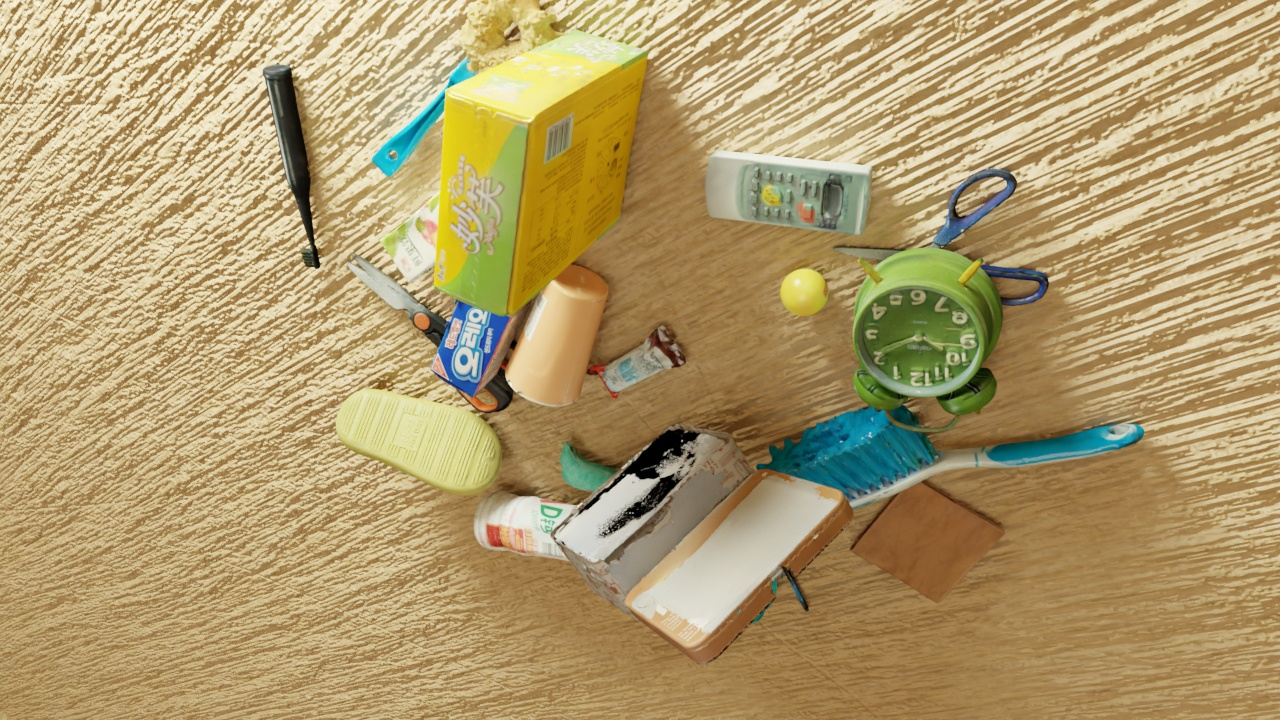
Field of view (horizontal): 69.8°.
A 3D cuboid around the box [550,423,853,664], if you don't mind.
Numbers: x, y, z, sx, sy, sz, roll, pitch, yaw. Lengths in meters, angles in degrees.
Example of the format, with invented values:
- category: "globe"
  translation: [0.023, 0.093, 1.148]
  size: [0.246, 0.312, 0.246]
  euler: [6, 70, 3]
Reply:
- category: "box"
  translation: [0.047, 0.151, 0.806]
  size: [0.082, 0.176, 0.260]
  euler: [55, 162, -18]

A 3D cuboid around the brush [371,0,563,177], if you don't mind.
- category: "brush"
  translation: [-0.163, -0.237, 0.806]
  size: [0.255, 0.045, 0.083]
  euler: [-30, 109, 39]

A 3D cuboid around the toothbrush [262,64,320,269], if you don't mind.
- category: "toothbrush"
  translation: [-0.346, -0.188, 0.923]
  size: [0.027, 0.026, 0.213]
  euler: [6, 124, 6]

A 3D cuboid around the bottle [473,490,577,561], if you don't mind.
- category: "bottle"
  translation: [-0.088, 0.189, 1.016]
  size: [0.197, 0.068, 0.068]
  euler: [4, 122, 26]

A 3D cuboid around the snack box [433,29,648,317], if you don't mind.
- category: "snack box"
  translation: [-0.073, -0.150, 0.709]
  size: [0.070, 0.209, 0.158]
  euler: [21, 126, 12]

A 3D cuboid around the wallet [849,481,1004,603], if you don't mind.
- category: "wallet"
  translation: [0.274, 0.173, 0.883]
  size: [0.101, 0.020, 0.116]
  euler: [31, 125, 4]

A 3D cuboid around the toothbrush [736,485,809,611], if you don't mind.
- category: "toothbrush"
  translation: [0.140, 0.192, 0.959]
  size: [0.016, 0.014, 0.189]
  euler: [-26, 110, 8]

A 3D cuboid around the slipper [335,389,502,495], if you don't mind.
- category: "slipper"
  translation: [-0.245, 0.091, 1.033]
  size: [0.190, 0.091, 0.082]
  euler: [20, 164, 2]

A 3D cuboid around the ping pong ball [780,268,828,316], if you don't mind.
- category: "ping pong ball"
  translation: [0.139, -0.058, 0.780]
  size: [0.040, 0.040, 0.040]
  euler: [12, 124, 17]

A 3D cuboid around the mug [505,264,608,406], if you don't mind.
- category: "mug"
  translation: [-0.077, -0.027, 0.879]
  size: [0.078, 0.078, 0.123]
  euler: [26, 123, 6]

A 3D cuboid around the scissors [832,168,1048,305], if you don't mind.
- category: "scissors"
  translation: [0.244, -0.085, 0.735]
  size: [0.162, 0.012, 0.175]
  euler: [27, 130, 7]

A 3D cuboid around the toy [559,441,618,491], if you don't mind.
- category: "toy"
  translation: [-0.046, 0.134, 0.994]
  size: [0.092, 0.030, 0.097]
  euler: [20, 137, 14]

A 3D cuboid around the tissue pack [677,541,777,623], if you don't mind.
- category: "tissue pack"
  translation: [0.081, 0.220, 0.972]
  size: [0.133, 0.050, 0.093]
  euler: [18, 135, 14]

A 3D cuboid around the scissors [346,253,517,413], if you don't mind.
- category: "scissors"
  translation: [-0.206, -0.045, 0.960]
  size: [0.149, 0.021, 0.235]
  euler: [-25, 104, 27]

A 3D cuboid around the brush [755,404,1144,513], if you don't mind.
- category: "brush"
  translation: [0.260, 0.079, 0.812]
  size: [0.315, 0.060, 0.109]
  euler: [-26, 113, 32]

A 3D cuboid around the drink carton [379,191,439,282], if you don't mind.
- category: "drink carton"
  translation: [-0.189, -0.128, 0.878]
  size: [0.123, 0.045, 0.053]
  euler: [-28, 101, 34]

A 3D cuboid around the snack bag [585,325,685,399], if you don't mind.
- category: "snack bag"
  translation: [-0.005, 0.005, 0.894]
  size: [0.106, 0.026, 0.045]
  euler: [-28, 103, 34]

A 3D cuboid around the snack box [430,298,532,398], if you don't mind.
- category: "snack box"
  translation: [-0.137, -0.060, 0.879]
  size: [0.057, 0.058, 0.208]
  euler: [31, 122, 2]

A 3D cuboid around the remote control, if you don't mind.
- category: "remote control"
  translation: [0.119, -0.137, 0.751]
  size: [0.135, 0.019, 0.056]
  euler: [11, 125, 18]

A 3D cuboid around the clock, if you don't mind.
- category: "clock"
  translation: [0.229, -0.012, 0.743]
  size: [0.116, 0.056, 0.161]
  euler: [4, 120, 26]
